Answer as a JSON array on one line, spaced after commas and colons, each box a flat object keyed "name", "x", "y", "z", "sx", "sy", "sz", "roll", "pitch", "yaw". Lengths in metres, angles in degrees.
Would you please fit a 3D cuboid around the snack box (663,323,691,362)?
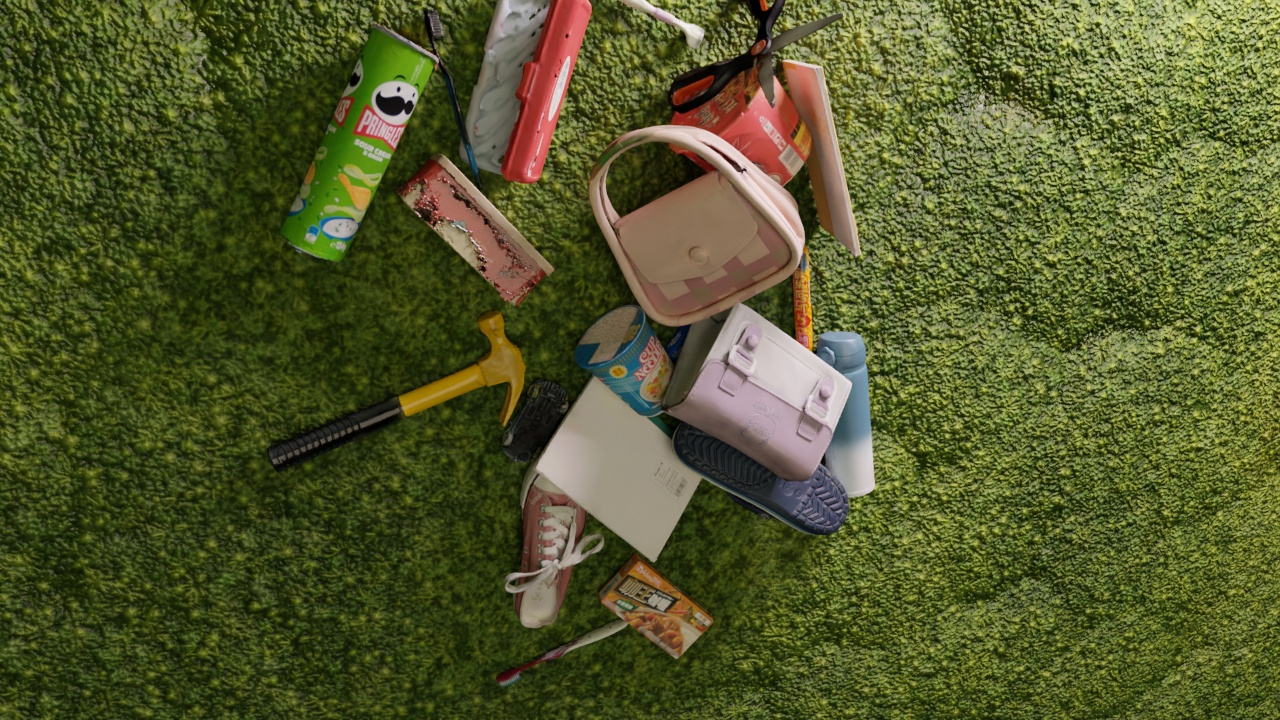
[{"name": "snack box", "x": 0.112, "y": 0.000, "z": 1.142, "sx": 0.157, "sy": 0.026, "sz": 0.084, "roll": 35, "pitch": 95, "yaw": -23}]

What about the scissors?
[{"name": "scissors", "x": 0.113, "y": -0.325, "z": 0.958, "sx": 0.222, "sy": 0.232, "sz": 0.021, "roll": -27, "pitch": 134, "yaw": 35}]

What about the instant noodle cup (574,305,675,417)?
[{"name": "instant noodle cup", "x": -0.006, "y": 0.006, "z": 1.079, "sx": 0.099, "sy": 0.099, "sz": 0.110, "roll": -42, "pitch": 121, "yaw": -1}]

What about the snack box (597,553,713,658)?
[{"name": "snack box", "x": 0.021, "y": 0.328, "z": 1.222, "sx": 0.075, "sy": 0.026, "sz": 0.153, "roll": -47, "pitch": 114, "yaw": 1}]

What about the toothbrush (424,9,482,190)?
[{"name": "toothbrush", "x": -0.190, "y": -0.269, "z": 0.950, "sx": 0.016, "sy": 0.014, "sz": 0.189, "roll": -19, "pitch": 97, "yaw": -23}]

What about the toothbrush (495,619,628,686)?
[{"name": "toothbrush", "x": -0.101, "y": 0.386, "z": 1.211, "sx": 0.187, "sy": 0.016, "sz": 0.017, "roll": -22, "pitch": 120, "yaw": -8}]

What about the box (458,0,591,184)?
[{"name": "box", "x": -0.128, "y": -0.292, "z": 0.955, "sx": 0.100, "sy": 0.095, "sz": 0.202, "roll": 20, "pitch": 103, "yaw": 3}]

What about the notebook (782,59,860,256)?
[{"name": "notebook", "x": 0.203, "y": -0.231, "z": 1.031, "sx": 0.010, "sy": 0.145, "sz": 0.206, "roll": -18, "pitch": 112, "yaw": 1}]

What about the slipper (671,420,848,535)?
[{"name": "slipper", "x": 0.150, "y": 0.137, "z": 1.164, "sx": 0.252, "sy": 0.095, "sz": 0.105, "roll": 31, "pitch": 69, "yaw": -13}]

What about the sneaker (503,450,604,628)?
[{"name": "sneaker", "x": -0.107, "y": 0.226, "z": 1.117, "sx": 0.118, "sy": 0.088, "sz": 0.241, "roll": 7, "pitch": 105, "yaw": -19}]

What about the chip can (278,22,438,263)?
[{"name": "chip can", "x": -0.286, "y": -0.216, "z": 0.929, "sx": 0.072, "sy": 0.072, "sz": 0.236, "roll": 24, "pitch": 99, "yaw": -22}]

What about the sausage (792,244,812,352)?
[{"name": "sausage", "x": 0.202, "y": -0.074, "z": 1.148, "sx": 0.021, "sy": 0.021, "sz": 0.165, "roll": -12, "pitch": 110, "yaw": -13}]

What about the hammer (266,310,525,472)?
[{"name": "hammer", "x": -0.273, "y": 0.054, "z": 1.043, "sx": 0.300, "sy": 0.033, "sz": 0.129, "roll": -22, "pitch": 111, "yaw": -9}]

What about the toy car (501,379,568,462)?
[{"name": "toy car", "x": -0.127, "y": 0.072, "z": 1.091, "sx": 0.049, "sy": 0.031, "sz": 0.105, "roll": 28, "pitch": 96, "yaw": -22}]

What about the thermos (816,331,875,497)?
[{"name": "thermos", "x": 0.264, "y": 0.068, "z": 1.190, "sx": 0.070, "sy": 0.070, "sz": 0.221, "roll": -14, "pitch": 111, "yaw": -12}]

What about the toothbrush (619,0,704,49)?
[{"name": "toothbrush", "x": -0.016, "y": -0.387, "z": 0.983, "sx": 0.189, "sy": 0.020, "sz": 0.029, "roll": 20, "pitch": 70, "yaw": -20}]

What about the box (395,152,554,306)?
[{"name": "box", "x": -0.181, "y": -0.132, "z": 0.976, "sx": 0.077, "sy": 0.091, "sz": 0.168, "roll": -46, "pitch": 114, "yaw": -2}]

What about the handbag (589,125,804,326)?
[{"name": "handbag", "x": 0.045, "y": -0.155, "z": 0.976, "sx": 0.194, "sy": 0.093, "sz": 0.234, "roll": -24, "pitch": 131, "yaw": 27}]

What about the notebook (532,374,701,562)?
[{"name": "notebook", "x": -0.017, "y": 0.129, "z": 1.122, "sx": 0.209, "sy": 0.012, "sz": 0.150, "roll": 42, "pitch": 67, "yaw": -25}]

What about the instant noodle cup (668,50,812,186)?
[{"name": "instant noodle cup", "x": 0.114, "y": -0.249, "z": 1.008, "sx": 0.108, "sy": 0.138, "sz": 0.138, "roll": 38, "pitch": 94, "yaw": -32}]

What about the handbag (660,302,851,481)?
[{"name": "handbag", "x": 0.138, "y": 0.038, "z": 1.072, "sx": 0.197, "sy": 0.099, "sz": 0.144, "roll": 32, "pitch": 72, "yaw": -22}]
